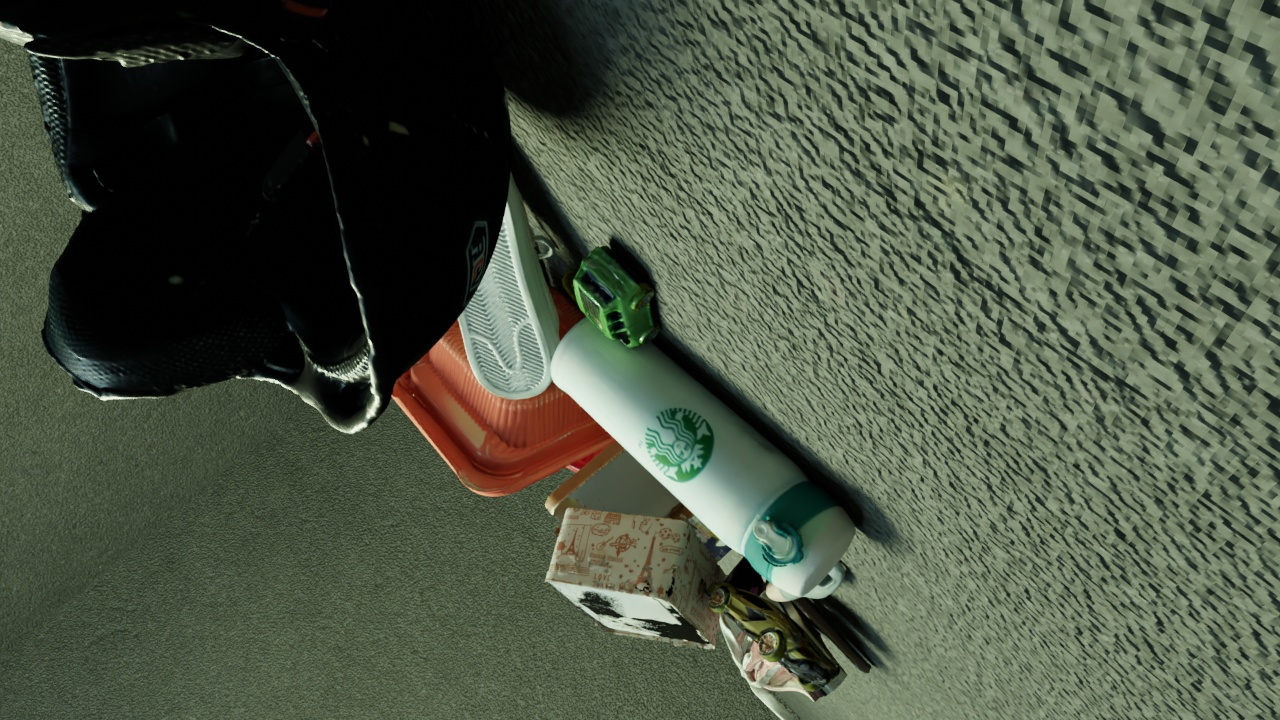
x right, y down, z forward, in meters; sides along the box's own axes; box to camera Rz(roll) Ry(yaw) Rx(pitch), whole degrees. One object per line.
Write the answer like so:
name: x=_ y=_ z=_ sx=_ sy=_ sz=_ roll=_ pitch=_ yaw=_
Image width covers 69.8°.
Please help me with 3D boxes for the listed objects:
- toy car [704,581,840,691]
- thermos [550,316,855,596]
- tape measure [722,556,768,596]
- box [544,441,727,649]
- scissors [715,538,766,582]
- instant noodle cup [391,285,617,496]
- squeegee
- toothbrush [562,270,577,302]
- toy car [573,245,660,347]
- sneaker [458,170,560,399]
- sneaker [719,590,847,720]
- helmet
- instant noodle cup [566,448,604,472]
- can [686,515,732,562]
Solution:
toy car: x=0.113 y=0.239 z=0.818 sx=0.070 sy=0.042 sz=0.158 roll=42 pitch=171 yaw=-30
thermos: x=0.035 y=0.055 z=0.576 sx=0.224 sy=0.073 sz=0.073 roll=41 pitch=168 yaw=31
tape measure: x=0.109 y=0.220 z=0.911 sx=0.039 sy=0.058 sz=0.056 roll=39 pitch=-149 yaw=15
box: x=0.004 y=0.172 z=0.926 sx=0.154 sy=0.180 sz=0.182 roll=4 pitch=151 yaw=23
scissors: x=0.082 y=0.116 z=0.661 sx=0.175 sy=0.014 sz=0.159 roll=0 pitch=128 yaw=58
instant noodle cup: x=-0.092 y=0.010 z=0.733 sx=0.164 sy=0.188 sz=0.079 roll=41 pitch=139 yaw=30
squeegee: x=0.127 y=0.185 z=0.768 sx=0.247 sy=0.040 sz=0.250 roll=47 pitch=169 yaw=9
toothbrush: x=-0.004 y=0.004 z=0.705 sx=0.017 sy=0.015 sz=0.190 roll=24 pitch=154 yaw=53
toy car: x=-0.015 y=-0.035 z=0.557 sx=0.043 sy=0.036 sz=0.091 roll=43 pitch=173 yaw=19
sneaker: x=-0.107 y=-0.095 z=0.618 sx=0.090 sy=0.090 sz=0.242 roll=-79 pitch=-26 yaw=-56
sneaker: x=0.136 y=0.290 z=0.934 sx=0.118 sy=0.088 sz=0.241 roll=50 pitch=179 yaw=-4
helmet: x=-0.171 y=-0.101 z=0.427 sx=0.275 sy=0.229 sz=0.234 roll=40 pitch=144 yaw=12
instant noodle cup: x=-0.081 y=0.074 z=1.022 sx=0.194 sy=0.066 sz=0.194 roll=27 pitch=180 yaw=0
can: x=0.041 y=0.180 z=1.070 sx=0.148 sy=0.049 sz=0.075 roll=45 pitch=170 yaw=16
